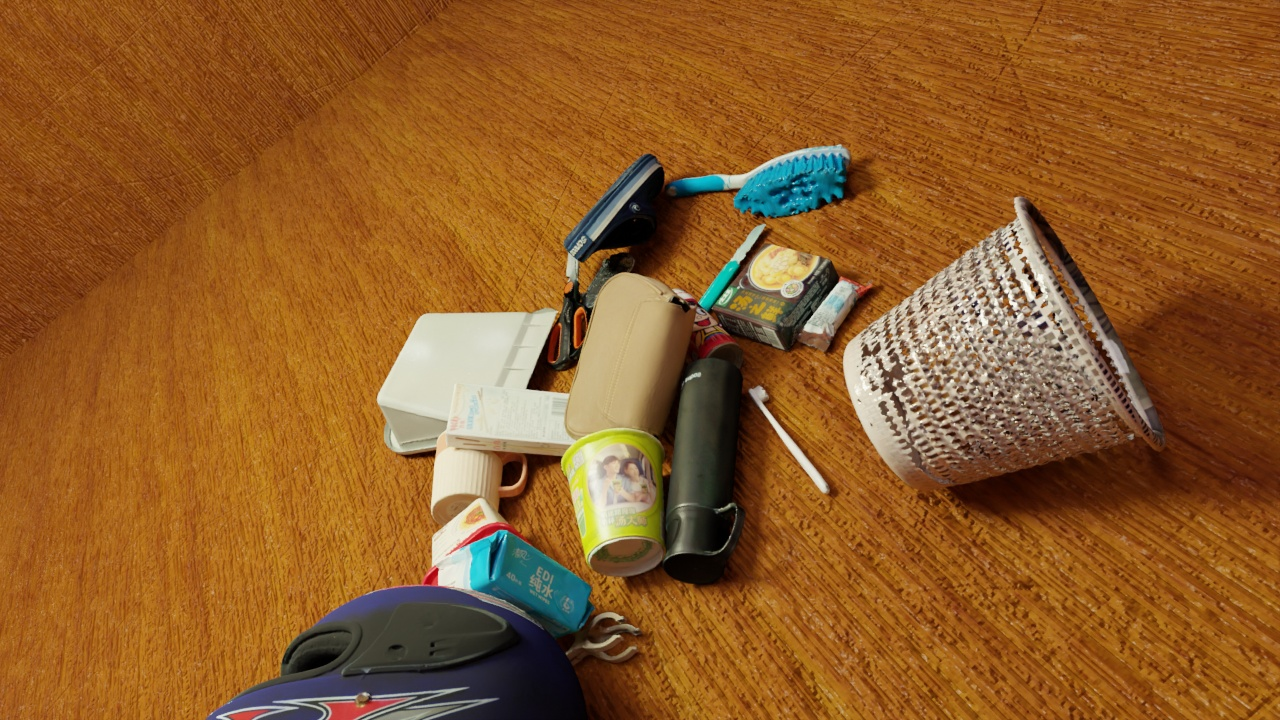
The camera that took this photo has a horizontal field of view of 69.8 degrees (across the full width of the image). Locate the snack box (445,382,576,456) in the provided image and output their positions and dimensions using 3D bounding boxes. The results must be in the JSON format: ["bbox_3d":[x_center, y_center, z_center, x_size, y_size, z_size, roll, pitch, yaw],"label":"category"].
[{"bbox_3d":[-0.154,0.072,1.122,0.157,0.027,0.084,5,44,-5],"label":"snack box"}]

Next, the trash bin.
[{"bbox_3d":[0.290,0.008,0.773,0.193,0.227,0.227,-31,36,29],"label":"trash bin"}]

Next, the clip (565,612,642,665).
[{"bbox_3d":[-0.049,0.274,0.892,0.101,0.035,0.074,-18,42,31],"label":"clip"}]

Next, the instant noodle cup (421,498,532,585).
[{"bbox_3d":[-0.168,0.220,0.988,0.116,0.116,0.124,-40,26,-3],"label":"instant noodle cup"}]

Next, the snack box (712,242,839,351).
[{"bbox_3d":[0.153,-0.077,1.089,0.126,0.053,0.113,22,66,43],"label":"snack box"}]

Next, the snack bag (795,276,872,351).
[{"bbox_3d":[0.218,-0.056,1.029,0.045,0.026,0.105,26,69,40],"label":"snack bag"}]

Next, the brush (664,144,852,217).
[{"bbox_3d":[0.147,-0.239,1.262,0.315,0.060,0.109,-8,40,36],"label":"brush"}]

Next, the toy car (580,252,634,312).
[{"bbox_3d":[-0.045,-0.108,1.289,0.049,0.031,0.105,5,56,51],"label":"toy car"}]

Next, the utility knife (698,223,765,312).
[{"bbox_3d":[0.102,-0.095,1.173,0.029,0.013,0.219,14,63,48],"label":"utility knife"}]

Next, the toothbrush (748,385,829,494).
[{"bbox_3d":[0.154,0.078,0.949,0.016,0.016,0.180,-30,37,0],"label":"toothbrush"}]

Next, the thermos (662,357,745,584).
[{"bbox_3d":[0.075,0.105,0.939,0.090,0.068,0.241,-27,38,33],"label":"thermos"}]

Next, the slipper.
[{"bbox_3d":[-0.017,-0.210,1.311,0.105,0.095,0.252,-38,9,42],"label":"slipper"}]

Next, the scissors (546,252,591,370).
[{"bbox_3d":[-0.083,-0.094,1.275,0.139,0.021,0.234,-10,59,49],"label":"scissors"}]

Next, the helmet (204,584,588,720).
[{"bbox_3d":[-0.201,0.309,0.768,0.315,0.248,0.240,6,30,-6],"label":"helmet"}]

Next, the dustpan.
[{"bbox_3d":[-0.255,0.040,1.297,0.258,0.143,0.222,7,52,15],"label":"dustpan"}]

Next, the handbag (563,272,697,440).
[{"bbox_3d":[-0.006,0.006,1.053,0.148,0.099,0.204,15,88,56],"label":"handbag"}]

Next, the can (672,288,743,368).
[{"bbox_3d":[0.067,-0.032,1.091,0.053,0.053,0.132,-38,43,-1],"label":"can"}]

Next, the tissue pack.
[{"bbox_3d":[-0.120,0.219,0.884,0.090,0.140,0.063,-30,33,39],"label":"tissue pack"}]

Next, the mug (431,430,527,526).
[{"bbox_3d":[-0.195,0.143,1.118,0.114,0.082,0.105,-2,44,-3],"label":"mug"}]

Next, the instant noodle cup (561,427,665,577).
[{"bbox_3d":[-0.022,0.152,0.945,0.112,0.111,0.123,-24,47,17],"label":"instant noodle cup"}]
